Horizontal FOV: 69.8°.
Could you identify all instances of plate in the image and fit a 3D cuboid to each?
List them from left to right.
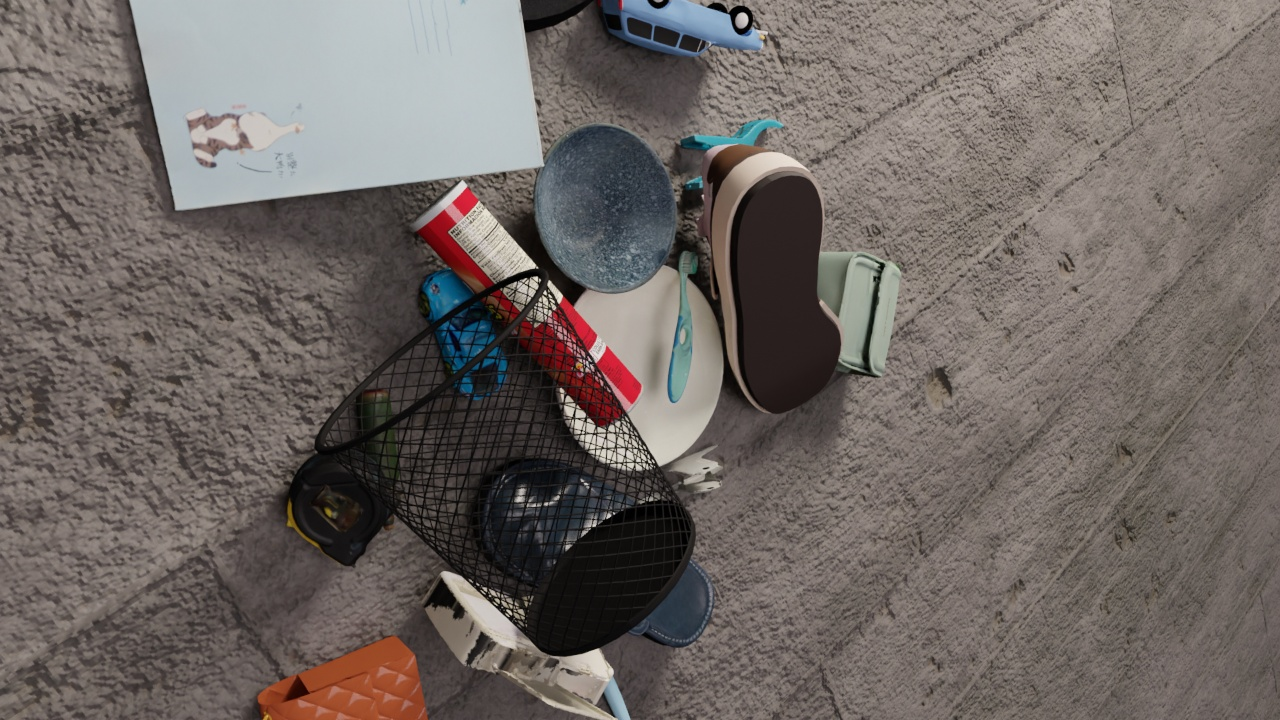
[{"bbox_3d":[-0.005,0.005,0.811,0.182,0.034,0.182,-4,96,-37],"label":"plate"}]

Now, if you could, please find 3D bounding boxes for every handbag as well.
[{"bbox_3d":[-0.207,0.309,0.674,0.108,0.060,0.172,-15,103,-31],"label":"handbag"},{"bbox_3d":[0.221,-0.050,0.956,0.106,0.067,0.122,13,86,-38],"label":"handbag"}]

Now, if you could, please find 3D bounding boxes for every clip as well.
[{"bbox_3d":[0.046,0.098,0.849,0.101,0.060,0.052,-21,87,-34],"label":"clip"},{"bbox_3d":[0.097,-0.177,0.879,0.130,0.030,0.120,-36,119,-29],"label":"clip"}]

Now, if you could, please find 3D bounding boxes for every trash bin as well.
[{"bbox_3d":[-0.078,0.077,0.627,0.183,0.184,0.210,-45,111,-25],"label":"trash bin"}]

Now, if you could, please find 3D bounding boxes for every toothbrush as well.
[{"bbox_3d":[-0.038,0.270,0.822,0.022,0.016,0.155,-24,109,-9],"label":"toothbrush"},{"bbox_3d":[0.037,-0.029,0.806,0.022,0.017,0.135,4,91,-38],"label":"toothbrush"}]

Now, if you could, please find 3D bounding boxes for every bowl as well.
[{"bbox_3d":[-0.041,-0.122,0.757,0.136,0.057,0.137,0,91,-35],"label":"bowl"}]

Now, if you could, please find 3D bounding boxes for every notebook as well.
[{"bbox_3d":[-0.199,-0.208,0.624,0.253,0.009,0.181,-12,101,-21],"label":"notebook"}]

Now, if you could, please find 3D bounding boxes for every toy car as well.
[{"bbox_3d":[-0.135,-0.020,0.713,0.048,0.032,0.105,-26,108,-32],"label":"toy car"},{"bbox_3d":[0.036,-0.292,0.795,0.153,0.056,0.055,5,110,-29],"label":"toy car"}]

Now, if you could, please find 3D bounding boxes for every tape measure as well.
[{"bbox_3d":[-0.212,0.100,0.648,0.072,0.042,0.071,37,100,-18],"label":"tape measure"}]

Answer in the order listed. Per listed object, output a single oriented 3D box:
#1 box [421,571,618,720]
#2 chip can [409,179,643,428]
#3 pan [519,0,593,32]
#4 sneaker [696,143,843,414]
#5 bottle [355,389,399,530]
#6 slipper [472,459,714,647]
[{"bbox_3d":[-0.068,0.225,0.686,0.143,0.184,0.044,33,88,-40],"label":"box"},{"bbox_3d":[-0.083,-0.039,0.704,0.215,0.052,0.051,49,66,-20],"label":"chip can"},{"bbox_3d":[-0.046,-0.351,0.698,0.356,0.034,0.225,8,91,-23],"label":"pan"},{"bbox_3d":[0.105,-0.074,0.853,0.111,0.116,0.294,-28,135,-7],"label":"sneaker"},{"bbox_3d":[-0.193,0.075,0.682,0.025,0.025,0.106,-11,100,-36],"label":"bottle"},{"bbox_3d":[-0.015,0.167,0.777,0.265,0.084,0.108,38,64,-28],"label":"slipper"}]
